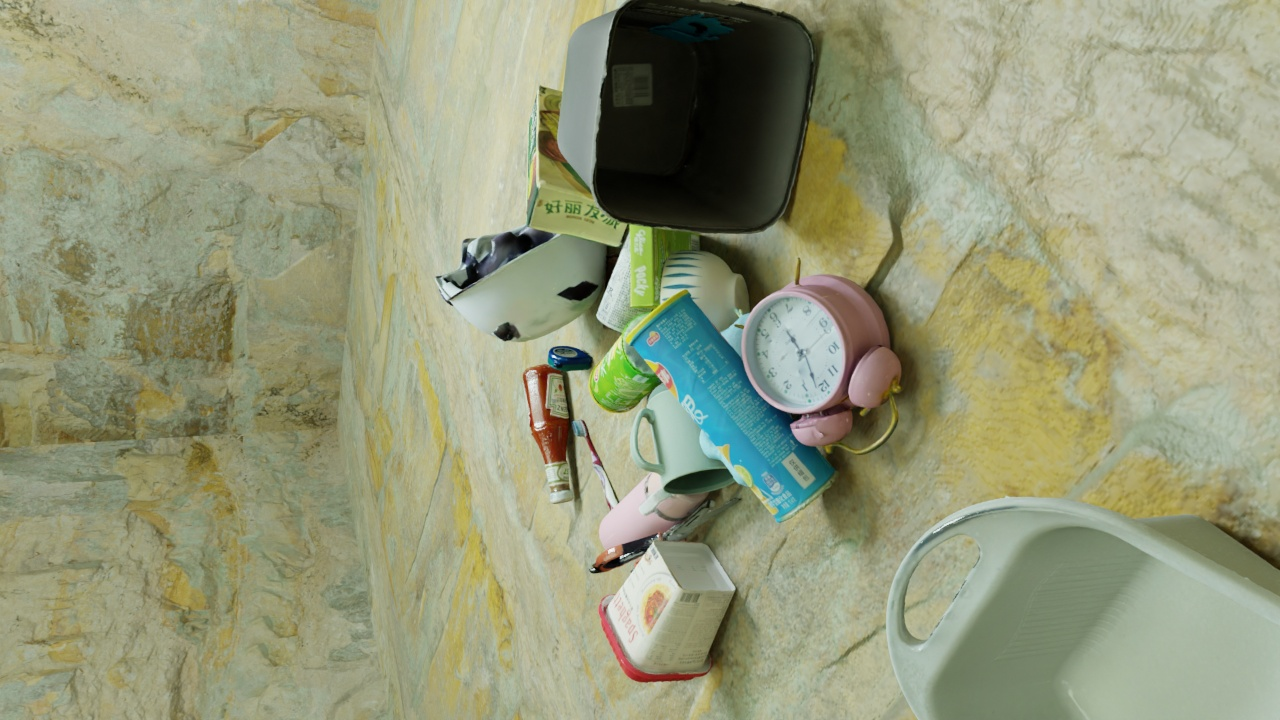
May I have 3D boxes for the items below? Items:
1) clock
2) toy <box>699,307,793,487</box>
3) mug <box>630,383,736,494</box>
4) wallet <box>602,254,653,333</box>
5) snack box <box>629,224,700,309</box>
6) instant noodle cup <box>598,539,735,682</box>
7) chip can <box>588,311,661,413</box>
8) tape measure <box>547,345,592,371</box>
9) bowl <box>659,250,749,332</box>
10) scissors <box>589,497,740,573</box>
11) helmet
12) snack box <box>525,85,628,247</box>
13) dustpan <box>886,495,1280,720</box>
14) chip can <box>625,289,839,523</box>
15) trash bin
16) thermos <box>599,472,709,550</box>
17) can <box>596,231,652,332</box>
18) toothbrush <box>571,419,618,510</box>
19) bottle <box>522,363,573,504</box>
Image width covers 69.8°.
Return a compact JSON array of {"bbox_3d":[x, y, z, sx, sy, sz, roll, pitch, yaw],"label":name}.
[{"bbox_3d":[0.150,0.005,0.750,0.158,0.059,0.117,55,130,17],"label":"clock"},{"bbox_3d":[0.107,0.029,0.858,0.162,0.049,0.156,-32,84,33],"label":"toy"},{"bbox_3d":[0.041,0.077,0.947,0.082,0.111,0.106,125,138,-58],"label":"mug"},{"bbox_3d":[-0.015,-0.078,1.143,0.125,0.032,0.101,-157,65,-62],"label":"wallet"},{"bbox_3d":[0.028,-0.095,0.941,0.026,0.156,0.086,-1,92,21],"label":"snack box"},{"bbox_3d":[0.033,0.267,0.991,0.124,0.116,0.116,-64,36,23],"label":"instant noodle cup"},{"bbox_3d":[-0.006,0.006,1.034,0.222,0.072,0.072,135,129,-72],"label":"chip can"},{"bbox_3d":[-0.104,-0.001,1.297,0.054,0.058,0.025,39,125,55],"label":"tape measure"},{"bbox_3d":[0.069,-0.054,0.908,0.066,0.116,0.116,-4,88,22],"label":"bowl"},{"bbox_3d":[0.025,0.198,1.014,0.197,0.213,0.015,61,-166,-62],"label":"scissors"},{"bbox_3d":[-0.138,-0.108,1.204,0.146,0.229,0.258,56,-170,-23],"label":"helmet"},{"bbox_3d":[-0.075,-0.236,1.096,0.239,0.114,0.063,-96,22,-48],"label":"snack box"},{"bbox_3d":[0.260,0.193,0.480,0.257,0.142,0.223,-121,38,-47],"label":"dustpan"},{"bbox_3d":[0.079,0.039,0.805,0.210,0.071,0.071,50,146,4],"label":"chip can"},{"bbox_3d":[0.024,-0.245,0.887,0.219,0.198,0.199,-132,48,-62],"label":"trash bin"},{"bbox_3d":[0.009,0.175,1.051,0.067,0.087,0.199,54,146,10],"label":"thermos"},{"bbox_3d":[0.001,-0.104,1.045,0.058,0.058,0.147,46,119,54],"label":"can"},{"bbox_3d":[-0.061,0.149,1.266,0.187,0.017,0.016,-116,34,-41],"label":"toothbrush"},{"bbox_3d":[-0.133,0.109,1.365,0.060,0.059,0.206,-33,65,60],"label":"bottle"}]
